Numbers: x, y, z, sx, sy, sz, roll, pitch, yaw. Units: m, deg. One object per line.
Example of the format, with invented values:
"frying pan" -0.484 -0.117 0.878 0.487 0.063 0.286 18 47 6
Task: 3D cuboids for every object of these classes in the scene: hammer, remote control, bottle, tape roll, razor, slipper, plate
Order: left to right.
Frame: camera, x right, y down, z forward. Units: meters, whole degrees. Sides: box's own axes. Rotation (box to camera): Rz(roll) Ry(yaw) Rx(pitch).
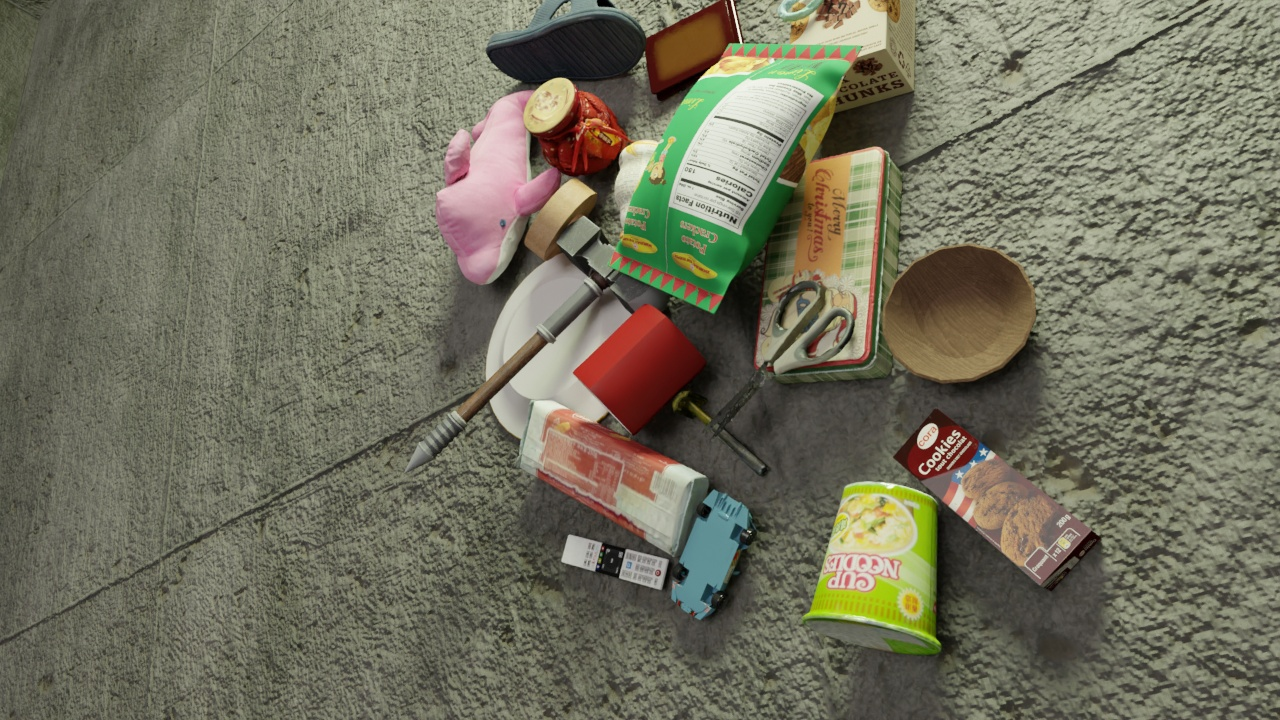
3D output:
"hammer" -0.124 0.000 0.942 0.322 0.043 0.156 -45 55 -4
"plate" -0.091 -0.021 1.003 0.230 0.021 0.229 -16 63 33
"tape roll" -0.087 -0.155 1.009 0.027 0.094 0.094 39 99 3
"slipper" -0.083 -0.397 1.111 0.264 0.101 0.082 8 69 46
"bottle" -0.066 -0.251 1.021 0.099 0.111 0.098 -14 62 28
"remote control" -0.024 0.190 0.869 0.124 0.011 0.028 5 75 39
"bottle" 0.003 -0.174 0.967 0.063 0.063 0.108 -3 72 37
"razor" 0.076 0.068 0.833 0.106 0.042 0.026 42 97 31

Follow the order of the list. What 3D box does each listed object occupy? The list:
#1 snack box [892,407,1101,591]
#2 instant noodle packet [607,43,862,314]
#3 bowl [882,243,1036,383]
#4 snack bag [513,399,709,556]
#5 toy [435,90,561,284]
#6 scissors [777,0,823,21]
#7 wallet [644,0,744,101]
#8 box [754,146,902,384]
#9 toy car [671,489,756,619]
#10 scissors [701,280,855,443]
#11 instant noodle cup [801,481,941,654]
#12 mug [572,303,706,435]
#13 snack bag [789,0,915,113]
"snack box" 0.258 0.099 0.674 0.051 0.031 0.141 -52 49 9
"instant noodle packet" 0.075 -0.177 0.841 0.253 0.090 0.196 -61 34 2
"bowl" 0.254 -0.033 0.730 0.118 0.030 0.117 -12 66 28
"snack bag" -0.033 0.108 0.884 0.225 0.041 0.077 22 103 42
"toy" -0.185 -0.222 1.092 0.187 0.127 0.265 -11 60 38
"scissors" 0.195 -0.376 0.840 0.172 0.021 0.171 -32 52 19
"wallet" 0.060 -0.352 1.028 0.116 0.018 0.091 -21 59 26
"box" 0.165 -0.082 0.811 0.118 0.050 0.205 -3 69 36
"toy car" 0.066 0.169 0.798 0.060 0.027 0.108 28 100 41
"scissors" 0.108 -0.001 0.786 0.170 0.012 0.132 -25 56 34
"instant noodle cup" 0.178 0.152 0.680 0.099 0.099 0.107 -3 62 37
"mug" -0.005 0.005 0.879 0.096 0.080 0.116 -44 18 -4
"snack bag" 0.205 -0.351 0.877 0.095 0.070 0.206 -7 67 36
